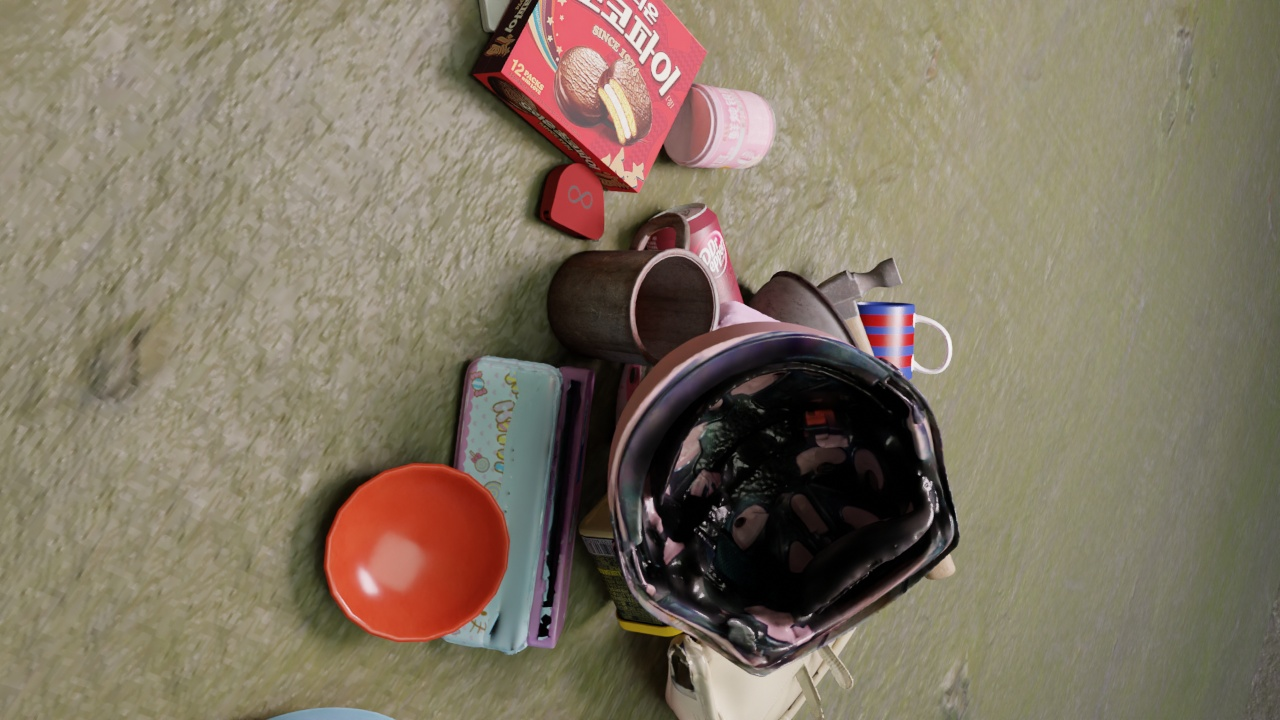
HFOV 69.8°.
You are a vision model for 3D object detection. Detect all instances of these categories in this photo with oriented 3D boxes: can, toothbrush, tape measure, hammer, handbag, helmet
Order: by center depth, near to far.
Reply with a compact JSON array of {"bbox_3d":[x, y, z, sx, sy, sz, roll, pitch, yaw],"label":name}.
[{"bbox_3d":[-0.182,0.351,0.568,0.225,0.167,0.265,-40,110,-20],"label":"helmet"},{"bbox_3d":[0.088,0.076,0.654,0.230,0.152,0.255,-42,114,9],"label":"helmet"},{"bbox_3d":[-0.050,-0.125,0.715,0.059,0.019,0.051,20,80,-48],"label":"tape measure"},{"bbox_3d":[0.020,0.144,0.763,0.130,0.073,0.101,-44,120,-43],"label":"can"},{"bbox_3d":[0.065,-0.196,0.774,0.076,0.067,0.067,-7,100,-41],"label":"can"},{"bbox_3d":[-0.005,0.004,0.775,0.021,0.016,0.135,10,91,-41],"label":"toothbrush"},{"bbox_3d":[0.047,-0.071,0.777,0.063,0.063,0.114,-35,117,-33],"label":"can"},{"bbox_3d":[0.130,0.239,0.793,0.228,0.132,0.184,-46,142,-15],"label":"handbag"},{"bbox_3d":[0.246,0.069,0.913,0.030,0.119,0.331,-55,124,-69],"label":"hammer"}]

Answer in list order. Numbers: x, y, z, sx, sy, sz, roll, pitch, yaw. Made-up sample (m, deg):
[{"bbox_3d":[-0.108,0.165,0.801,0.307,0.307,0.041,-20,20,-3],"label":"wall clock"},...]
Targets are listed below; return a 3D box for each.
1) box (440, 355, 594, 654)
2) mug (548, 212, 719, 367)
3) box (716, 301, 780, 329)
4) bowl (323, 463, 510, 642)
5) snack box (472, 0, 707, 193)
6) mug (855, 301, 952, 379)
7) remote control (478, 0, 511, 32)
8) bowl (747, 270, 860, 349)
[{"bbox_3d":[-0.095,0.106,0.696,0.092,0.090,0.214,7,91,2],"label":"box"},{"bbox_3d":[-0.002,-0.056,0.708,0.096,0.110,0.123,28,77,-45],"label":"mug"},{"bbox_3d":[0.120,0.047,0.758,0.201,0.156,0.058,26,36,-10],"label":"box"},{"bbox_3d":[-0.153,0.128,0.630,0.122,0.035,0.122,-2,95,-20],"label":"bowl"},{"bbox_3d":[-0.032,-0.225,0.694,0.152,0.036,0.132,34,77,-42],"label":"snack box"},{"bbox_3d":[0.260,-0.020,0.938,0.074,0.112,0.076,-18,110,-69],"label":"mug"},{"bbox_3d":[-0.062,-0.274,0.691,0.135,0.011,0.050,-17,107,-38],"label":"remote control"},{"bbox_3d":[0.133,-0.001,0.822,0.067,0.145,0.145,-30,116,-12],"label":"bowl"}]
